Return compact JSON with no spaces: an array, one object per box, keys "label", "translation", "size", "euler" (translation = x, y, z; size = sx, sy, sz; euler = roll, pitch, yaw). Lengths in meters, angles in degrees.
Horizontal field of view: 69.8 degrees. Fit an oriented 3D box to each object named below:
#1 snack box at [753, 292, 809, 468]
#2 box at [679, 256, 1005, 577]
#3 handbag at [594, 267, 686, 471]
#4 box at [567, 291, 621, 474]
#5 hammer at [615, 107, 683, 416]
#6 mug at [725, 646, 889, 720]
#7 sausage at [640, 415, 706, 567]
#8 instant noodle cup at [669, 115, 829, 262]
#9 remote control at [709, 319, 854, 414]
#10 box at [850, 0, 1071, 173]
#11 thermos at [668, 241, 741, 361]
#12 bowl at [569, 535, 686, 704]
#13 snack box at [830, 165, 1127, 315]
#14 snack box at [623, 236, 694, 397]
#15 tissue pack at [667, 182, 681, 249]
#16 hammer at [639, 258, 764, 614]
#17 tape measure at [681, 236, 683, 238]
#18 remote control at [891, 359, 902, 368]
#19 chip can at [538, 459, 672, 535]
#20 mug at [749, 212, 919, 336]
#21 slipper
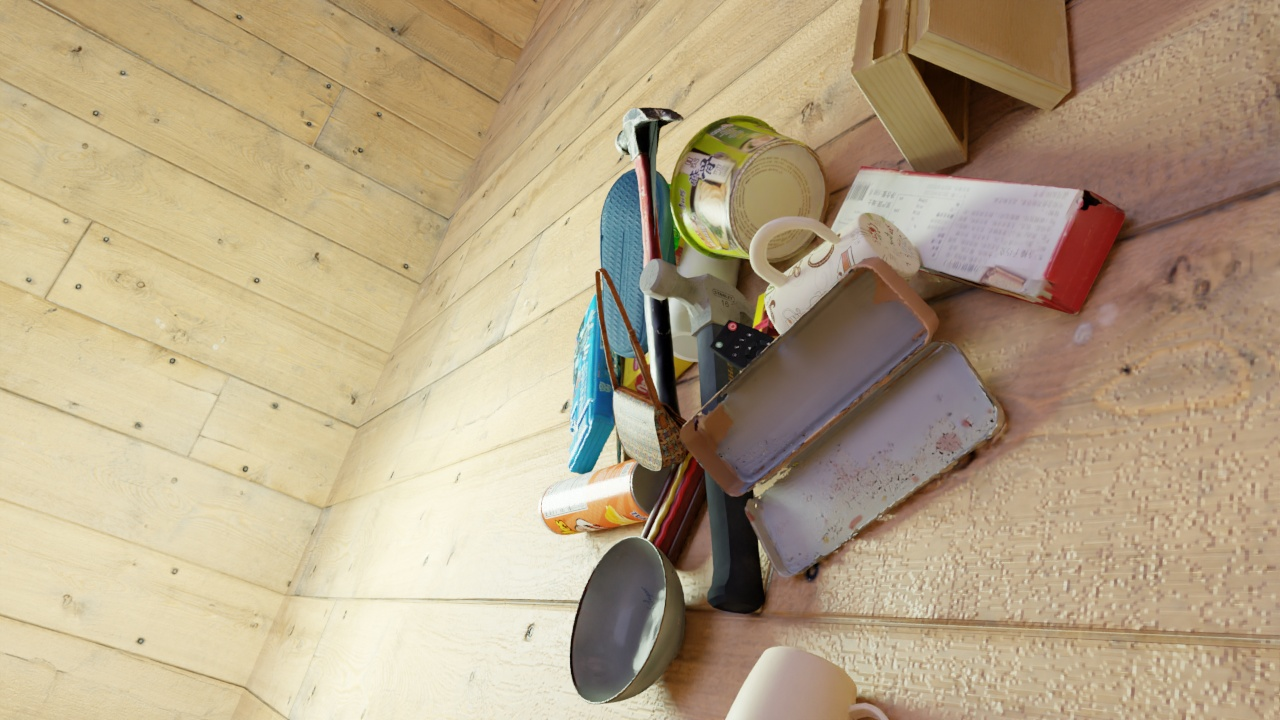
[{"label":"snack box","translation":[0.120,0.013,0.787],"size":[0.026,0.061,0.148],"euler":[-32,38,53]},{"label":"box","translation":[0.137,0.046,0.666],"size":[0.217,0.063,0.157],"euler":[-47,60,33]},{"label":"handbag","translation":[-0.005,0.005,0.841],"size":[0.043,0.196,0.093],"euler":[-24,21,-22]},{"label":"box","translation":[-0.041,0.024,1.103],"size":[0.242,0.066,0.091],"euler":[-91,22,-50]},{"label":"hammer","translation":[0.016,-0.091,0.909],"size":[0.141,0.036,0.326],"euler":[165,101,-74]},{"label":"mug","translation":[0.103,0.240,0.563],"size":[0.112,0.085,0.104],"euler":[2,51,35]},{"label":"sausage","translation":[0.041,0.124,0.862],"size":[0.155,0.040,0.040],"euler":[-65,23,-7]},{"label":"instant noodle cup","translation":[0.112,-0.164,0.907],"size":[0.146,0.146,0.098],"euler":[-61,33,4]},{"label":"remote control","translation":[0.118,0.007,0.751],"size":[0.039,0.125,0.010],"euler":[-53,-22,-22]},{"label":"box","translation":[0.257,-0.301,0.757],"size":[0.149,0.140,0.248],"euler":[-25,43,45]},{"label":"thermos","translation":[0.072,-0.103,1.023],"size":[0.101,0.068,0.229],"euler":[129,159,-58]},{"label":"bowl","translation":[-0.001,0.233,0.805],"size":[0.151,0.056,0.150],"euler":[-46,31,37]},{"label":"snack box","translation":[0.236,-0.100,0.691],"size":[0.077,0.044,0.273],"euler":[-66,21,6]},{"label":"snack box","translation":[0.026,-0.055,1.087],"size":[0.092,0.042,0.200],"euler":[-44,29,39]},{"label":"tissue pack","translation":[0.018,-0.148,1.100],"size":[0.100,0.034,0.113],"euler":[-49,23,45]},{"label":"hammer","translation":[0.067,0.060,0.790],"size":[0.035,0.139,0.311],"euler":[-39,42,44]},{"label":"tape measure","translation":[0.048,-0.160,1.191],"size":[0.065,0.016,0.064],"euler":[-65,23,-7]},{"label":"remote control","translation":[0.187,-0.037,0.748],"size":[0.050,0.022,0.133],"euler":[-56,24,15]},{"label":"chip can","translation":[-0.036,0.146,0.973],"size":[0.211,0.062,0.062],"euler":[-25,43,56]},{"label":"mug","translation":[0.139,-0.068,0.691],"size":[0.097,0.122,0.080],"euler":[-48,19,40]},{"label":"slipper","translation":[0.003,-0.109,1.017],"size":[0.104,0.059,0.213],"euler":[1,88,48]}]
